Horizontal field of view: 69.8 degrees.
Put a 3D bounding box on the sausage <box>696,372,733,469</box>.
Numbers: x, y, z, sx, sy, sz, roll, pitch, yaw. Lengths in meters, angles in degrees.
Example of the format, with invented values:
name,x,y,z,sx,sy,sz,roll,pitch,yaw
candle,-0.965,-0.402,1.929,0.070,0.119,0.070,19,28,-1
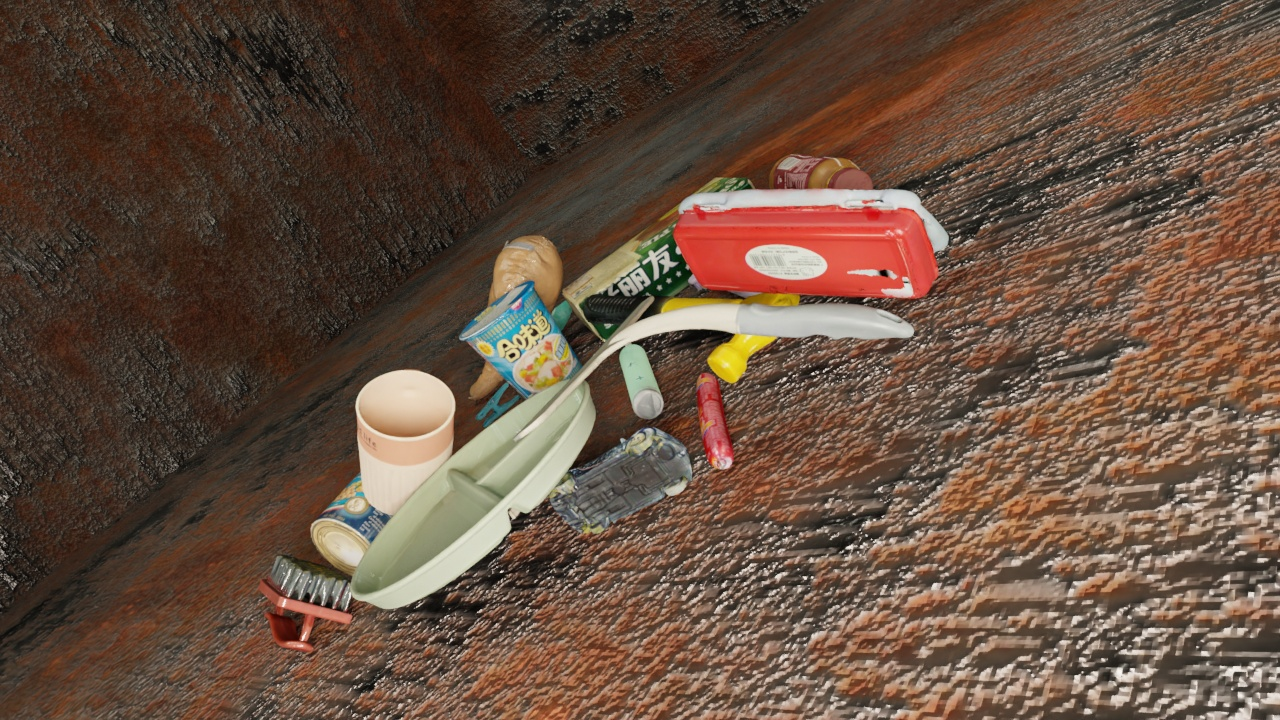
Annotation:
name,x,y,z,sx,sy,sz,roll,pitch,yaw
sausage,0.052,0.041,0.664,0.020,0.020,0.155,-32,17,11

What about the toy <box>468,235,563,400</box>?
name,x,y,z,sx,sy,sz,roll,pitch,yaw
toy,-0.152,-0.046,1.109,0.143,0.082,0.227,-52,-14,-52

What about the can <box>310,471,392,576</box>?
name,x,y,z,sx,sy,sz,roll,pitch,yaw
can,-0.248,0.142,0.866,0.075,0.075,0.110,-22,22,37

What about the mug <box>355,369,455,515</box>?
name,x,y,z,sx,sy,sz,roll,pitch,yaw
mug,-0.209,0.065,0.822,0.081,0.106,0.114,2,42,-12

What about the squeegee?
name,x,y,z,sx,sy,sz,roll,pitch,yaw
squeegee,0.064,-0.023,0.649,0.247,0.039,0.245,-5,22,24

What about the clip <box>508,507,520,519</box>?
name,x,y,z,sx,sy,sz,roll,pitch,yaw
clip,-0.125,0.112,0.786,0.064,0.034,0.098,-37,14,-3

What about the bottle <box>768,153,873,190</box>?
name,x,y,z,sx,sy,sz,roll,pitch,yaw
bottle,0.182,-0.178,0.929,0.057,0.057,0.175,-35,17,0

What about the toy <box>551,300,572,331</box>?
name,x,y,z,sx,sy,sz,roll,pitch,yaw
toy,-0.130,-0.039,1.202,0.092,0.030,0.096,-21,29,51

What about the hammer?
name,x,y,z,sx,sy,sz,roll,pitch,yaw
hammer,0.032,-0.045,0.844,0.128,0.033,0.301,-48,26,-20

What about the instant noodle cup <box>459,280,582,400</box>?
name,x,y,z,sx,sy,sz,roll,pitch,yaw
instant noodle cup,-0.119,-0.012,0.970,0.099,0.110,0.099,-33,17,11

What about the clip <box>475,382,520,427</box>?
name,x,y,z,sx,sy,sz,roll,pitch,yaw
clip,-0.162,0.051,1.034,0.056,0.041,0.014,-45,17,-19

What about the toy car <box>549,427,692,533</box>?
name,x,y,z,sx,sy,sz,roll,pitch,yaw
toy car,-0.013,0.081,0.630,0.106,0.049,0.031,-29,24,19

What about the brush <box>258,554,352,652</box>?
name,x,y,z,sx,sy,sz,roll,pitch,yaw
brush,-0.306,0.215,0.818,0.146,0.063,0.069,-7,62,58

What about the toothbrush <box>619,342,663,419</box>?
name,x,y,z,sx,sy,sz,roll,pitch,yaw
toothbrush,-0.005,0.005,0.851,0.027,0.026,0.224,-37,17,6

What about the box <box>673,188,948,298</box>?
name,x,y,z,sx,sy,sz,roll,pitch,yaw
box,0.123,-0.099,0.689,0.202,0.090,0.068,7,55,39

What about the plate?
name,x,y,z,sx,sy,sz,roll,pitch,yaw
plate,-0.121,0.097,0.688,0.230,0.027,0.230,-38,14,11

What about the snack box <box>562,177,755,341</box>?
name,x,y,z,sx,sy,sz,roll,pitch,yaw
snack box,0.027,-0.120,1.060,0.240,0.063,0.114,-37,18,-5

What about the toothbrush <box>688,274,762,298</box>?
name,x,y,z,sx,sy,sz,roll,pitch,yaw
toothbrush,0.089,-0.068,0.883,0.029,0.021,0.189,-6,12,-15
